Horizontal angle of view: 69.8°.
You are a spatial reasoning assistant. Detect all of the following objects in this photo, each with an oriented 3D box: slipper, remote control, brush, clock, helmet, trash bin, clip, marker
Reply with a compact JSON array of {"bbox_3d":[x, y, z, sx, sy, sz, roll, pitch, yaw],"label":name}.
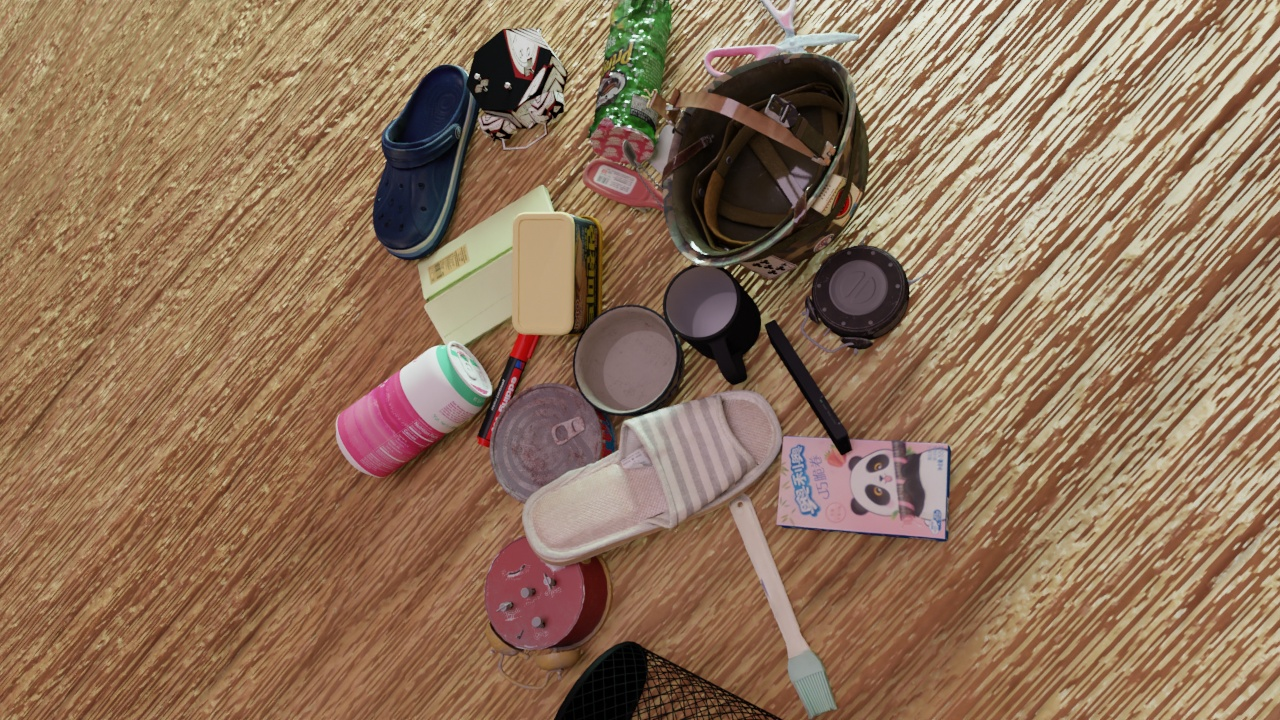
[{"bbox_3d":[0.011,0.112,0.891,0.272,0.054,0.114,-28,70,-4],"label":"slipper"},{"bbox_3d":[0.159,0.023,0.877,0.013,0.034,0.150,-28,54,2],"label":"remote control"},{"bbox_3d":[0.011,-0.177,1.009,0.172,0.030,0.041,28,87,25],"label":"brush"},{"bbox_3d":[0.131,0.227,0.872,0.033,0.012,0.217,-27,67,14],"label":"brush"},{"bbox_3d":[-0.271,-0.248,1.106,0.105,0.095,0.252,10,77,21],"label":"slipper"},{"bbox_3d":[-0.102,0.248,0.918,0.117,0.081,0.158,12,82,24],"label":"clock"},{"bbox_3d":[-0.148,-0.322,1.089,0.115,0.065,0.154,-15,71,18],"label":"clock"},{"bbox_3d":[0.110,-0.186,0.854,0.193,0.236,0.224,27,73,40],"label":"helmet"},{"bbox_3d":[0.040,0.358,0.789,0.210,0.184,0.184,24,86,31],"label":"trash bin"},{"bbox_3d":[0.035,-0.231,1.014,0.054,0.040,0.101,-50,55,12],"label":"clip"},{"bbox_3d":[-0.147,0.028,1.026,0.023,0.021,0.145,21,85,2],"label":"marker"},{"bbox_3d":[0.211,-0.060,0.892,0.091,0.043,0.123,41,93,25],"label":"clock"}]

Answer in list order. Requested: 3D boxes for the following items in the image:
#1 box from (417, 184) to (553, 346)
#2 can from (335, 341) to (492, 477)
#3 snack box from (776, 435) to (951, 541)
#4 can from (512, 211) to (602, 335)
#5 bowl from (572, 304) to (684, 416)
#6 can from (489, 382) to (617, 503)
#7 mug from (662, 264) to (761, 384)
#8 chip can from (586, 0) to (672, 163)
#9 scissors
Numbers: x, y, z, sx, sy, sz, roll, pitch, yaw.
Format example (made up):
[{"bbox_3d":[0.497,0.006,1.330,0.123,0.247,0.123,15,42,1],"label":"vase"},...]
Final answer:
[{"bbox_3d":[-0.169,-0.109,1.058,0.188,0.048,0.140,-28,66,12],"label":"box"},{"bbox_3d":[-0.253,0.055,1.023,0.166,0.088,0.088,-34,67,10],"label":"can"},{"bbox_3d":[0.207,0.118,0.856,0.154,0.033,0.088,1,75,22],"label":"snack box"},{"bbox_3d":[-0.088,-0.090,0.966,0.072,0.101,0.131,2,94,13],"label":"can"},{"bbox_3d":[-0.006,0.006,0.953,0.116,0.059,0.115,-5,75,20],"label":"bowl"},{"bbox_3d":[-0.093,0.092,0.975,0.130,0.044,0.129,-5,75,20],"label":"can"},{"bbox_3d":[0.078,-0.031,0.913,0.078,0.088,0.113,-22,70,15],"label":"mug"},{"bbox_3d":[-0.007,-0.333,1.019,0.075,0.075,0.223,-1,70,21],"label":"chip can"},{"bbox_3d":[0.154,-0.364,1.008,0.171,0.014,0.168,1,77,22],"label":"scissors"}]
